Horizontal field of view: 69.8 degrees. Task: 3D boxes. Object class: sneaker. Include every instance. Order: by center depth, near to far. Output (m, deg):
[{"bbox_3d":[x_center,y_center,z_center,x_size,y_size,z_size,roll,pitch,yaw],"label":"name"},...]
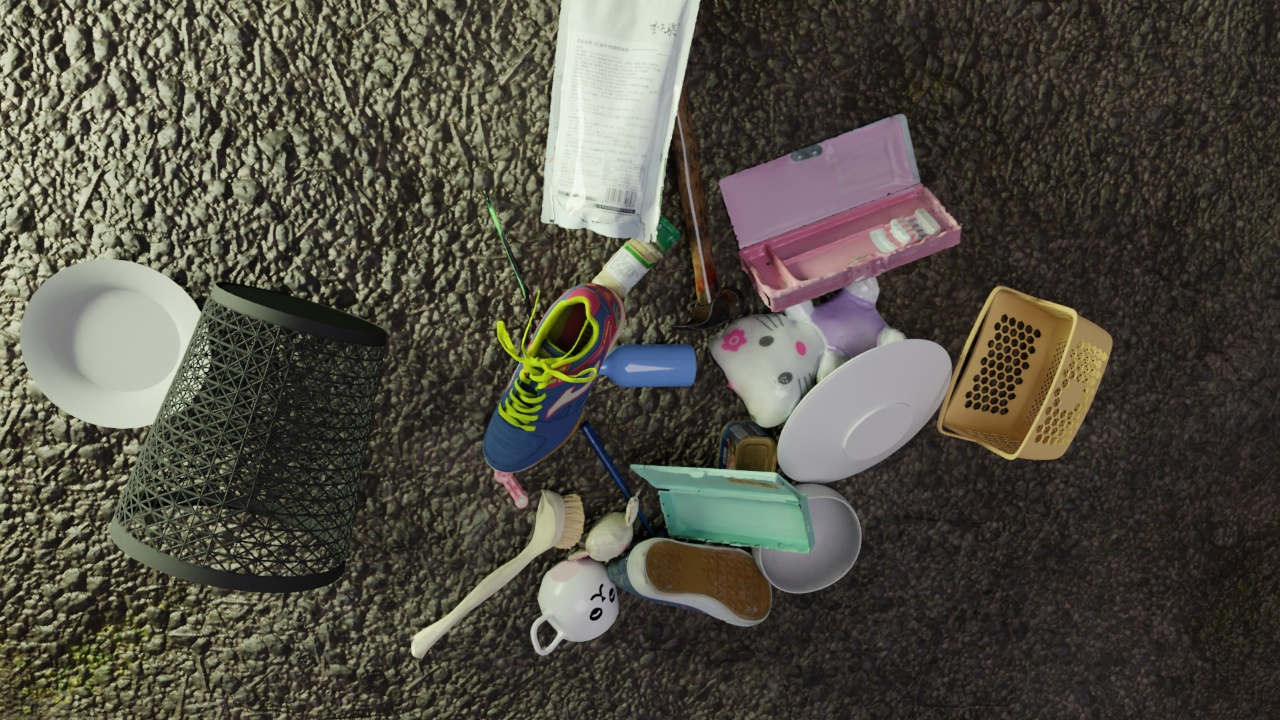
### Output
[{"bbox_3d":[-0.109,0.021,0.968,0.116,0.091,0.242,35,106,10],"label":"sneaker"},{"bbox_3d":[0.061,0.259,1.086,0.235,0.079,0.087,25,61,-38],"label":"sneaker"}]

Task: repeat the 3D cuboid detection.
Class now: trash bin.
[{"bbox_3d":[-0.361,0.065,0.891,0.217,0.217,0.243,17,94,-16],"label":"trash bin"}]

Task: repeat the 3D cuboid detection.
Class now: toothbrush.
[{"bbox_3d":[-0.131,-0.096,0.989,0.017,0.014,0.188,-26,109,-18],"label":"toothbrush"},{"bbox_3d":[-0.016,0.148,1.078,0.017,0.016,0.190,-35,109,-9],"label":"toothbrush"}]

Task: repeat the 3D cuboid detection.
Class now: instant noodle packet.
[{"bbox_3d":[-0.025,-0.264,0.937,0.147,0.057,0.269,13,103,16],"label":"instant noodle packet"}]

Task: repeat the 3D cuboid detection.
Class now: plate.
[{"bbox_3d":[-0.523,-0.017,0.925,0.172,0.019,0.173,-3,105,-11],"label":"plate"},{"bbox_3d":[0.265,0.072,1.047,0.229,0.030,0.230,-17,138,-16],"label":"plate"}]

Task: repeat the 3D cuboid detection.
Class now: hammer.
[{"bbox_3d":[0.047,-0.195,0.966,0.033,0.119,0.330,-3,104,36],"label":"hammer"}]

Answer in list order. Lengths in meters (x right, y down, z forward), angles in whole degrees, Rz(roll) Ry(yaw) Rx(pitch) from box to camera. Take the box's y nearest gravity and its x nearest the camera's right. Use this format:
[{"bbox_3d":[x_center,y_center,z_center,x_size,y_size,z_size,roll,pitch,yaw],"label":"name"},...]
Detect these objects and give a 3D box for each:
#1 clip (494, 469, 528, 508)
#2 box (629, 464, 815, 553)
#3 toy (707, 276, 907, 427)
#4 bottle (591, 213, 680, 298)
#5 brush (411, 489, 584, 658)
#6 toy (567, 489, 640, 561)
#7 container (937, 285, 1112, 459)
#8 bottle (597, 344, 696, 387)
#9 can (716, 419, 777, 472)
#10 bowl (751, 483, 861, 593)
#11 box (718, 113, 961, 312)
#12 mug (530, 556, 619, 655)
[{"bbox_3d":[-0.148,0.140,1.051,0.023,0.041,0.059,-30,98,-7],"label":"clip"},{"bbox_3d":[0.092,0.155,1.024,0.056,0.187,0.138,-55,133,-40],"label":"box"},{"bbox_3d":[0.186,-0.017,1.038,0.209,0.085,0.137,-24,82,-8],"label":"toy"},{"bbox_3d":[-0.007,-0.110,0.997,0.042,0.042,0.110,41,94,-18],"label":"bottle"},{"bbox_3d":[-0.166,0.250,1.056,0.272,0.062,0.077,-44,115,7],"label":"brush"},{"bbox_3d":[-0.033,0.197,1.051,0.112,0.087,0.050,-33,89,9],"label":"toy"},{"bbox_3d":[0.439,0.016,1.078,0.167,0.129,0.183,14,101,-27],"label":"container"},{"bbox_3d":[-0.006,0.006,1.024,0.131,0.048,0.048,-1,105,-12],"label":"bottle"},{"bbox_3d":[0.124,0.125,1.078,0.054,0.059,0.100,1,104,-12],"label":"can"},{"bbox_3d":[0.194,0.208,1.109,0.131,0.064,0.132,-4,110,-12],"label":"bowl"},{"bbox_3d":[0.219,-0.159,1.028,0.233,0.075,0.172,-19,77,-5],"label":"box"},{"bbox_3d":[-0.082,0.280,1.049,0.123,0.090,0.076,-43,123,-36],"label":"mug"}]
